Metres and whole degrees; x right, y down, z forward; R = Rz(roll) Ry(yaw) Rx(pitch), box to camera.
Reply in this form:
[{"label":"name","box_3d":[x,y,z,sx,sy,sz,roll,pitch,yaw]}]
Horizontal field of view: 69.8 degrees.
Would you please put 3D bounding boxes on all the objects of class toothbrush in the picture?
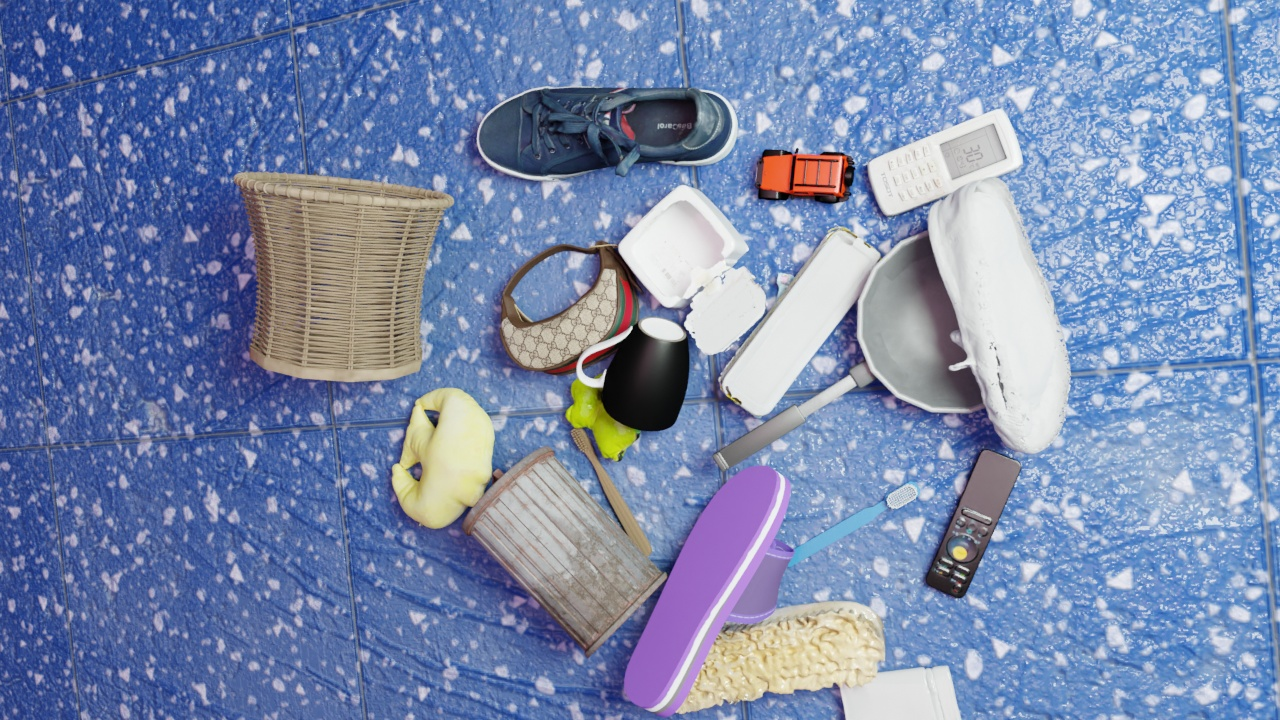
[{"label":"toothbrush","box_3d":[0.214,0.172,0.947,0.167,0.014,0.016,-35,82,19]},{"label":"toothbrush","box_3d":[-0.033,0.147,1.032,0.016,0.016,0.167,-33,83,20]},{"label":"toothbrush","box_3d":[0.138,-0.014,0.961,0.022,0.016,0.155,7,98,-26]}]

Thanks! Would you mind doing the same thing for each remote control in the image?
[{"label":"remote control","box_3d":[0.327,0.161,0.904,0.041,0.020,0.152,23,101,16]},{"label":"remote control","box_3d":[0.293,-0.190,0.890,0.139,0.025,0.060,-20,87,19]}]

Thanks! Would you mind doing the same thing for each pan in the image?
[{"label":"pan","box_3d":[0.225,0.009,0.901,0.358,0.041,0.178,-33,86,12]}]

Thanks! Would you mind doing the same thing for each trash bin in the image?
[{"label":"trash bin","box_3d":[-0.087,0.200,0.995,0.211,0.130,0.131,44,106,10]}]

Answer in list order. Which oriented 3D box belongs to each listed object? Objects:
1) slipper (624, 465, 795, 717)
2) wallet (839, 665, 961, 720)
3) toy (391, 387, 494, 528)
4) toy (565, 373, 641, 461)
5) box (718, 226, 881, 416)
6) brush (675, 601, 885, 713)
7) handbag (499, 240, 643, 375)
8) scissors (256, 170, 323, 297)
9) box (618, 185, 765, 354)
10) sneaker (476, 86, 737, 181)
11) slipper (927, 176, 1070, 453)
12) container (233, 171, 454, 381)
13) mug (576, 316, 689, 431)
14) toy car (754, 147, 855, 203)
[{"label":"slipper","box_3d":[0.089,0.241,0.935,0.084,0.107,0.266,34,79,-22]},{"label":"wallet","box_3d":[0.266,0.357,0.934,0.116,0.032,0.086,-10,79,22]},{"label":"toy","box_3d":[-0.228,0.120,1.073,0.155,0.064,0.170,27,99,35]},{"label":"toy","box_3d":[-0.040,0.062,1.019,0.094,0.036,0.094,8,89,24]},{"label":"box","box_3d":[0.160,-0.038,0.932,0.064,0.033,0.210,36,101,0]},{"label":"brush","box_3d":[0.123,0.311,0.965,0.272,0.056,0.083,-15,89,20]},{"label":"handbag","box_3d":[-0.080,-0.063,1.015,0.167,0.063,0.138,-26,75,19]},{"label":"scissors","box_3d":[-0.442,-0.161,1.156,0.132,0.012,0.170,-3,95,18]},{"label":"box","box_3d":[0.064,-0.089,0.951,0.111,0.083,0.190,-44,63,18]},{"label":"sneaker","box_3d":[-0.055,-0.241,0.960,0.295,0.127,0.120,2,93,21]},{"label":"slipper","box_3d":[0.316,-0.036,0.819,0.112,0.075,0.247,-18,92,-18]},{"label":"container","box_3d":[-0.330,-0.097,1.022,0.227,0.226,0.196,12,104,18]},{"label":"mug","box_3d":[-0.006,0.006,0.958,0.119,0.084,0.100,15,118,0]},{"label":"toy car","box_3d":[0.164,-0.187,0.923,0.100,0.048,0.051,7,95,19]}]
